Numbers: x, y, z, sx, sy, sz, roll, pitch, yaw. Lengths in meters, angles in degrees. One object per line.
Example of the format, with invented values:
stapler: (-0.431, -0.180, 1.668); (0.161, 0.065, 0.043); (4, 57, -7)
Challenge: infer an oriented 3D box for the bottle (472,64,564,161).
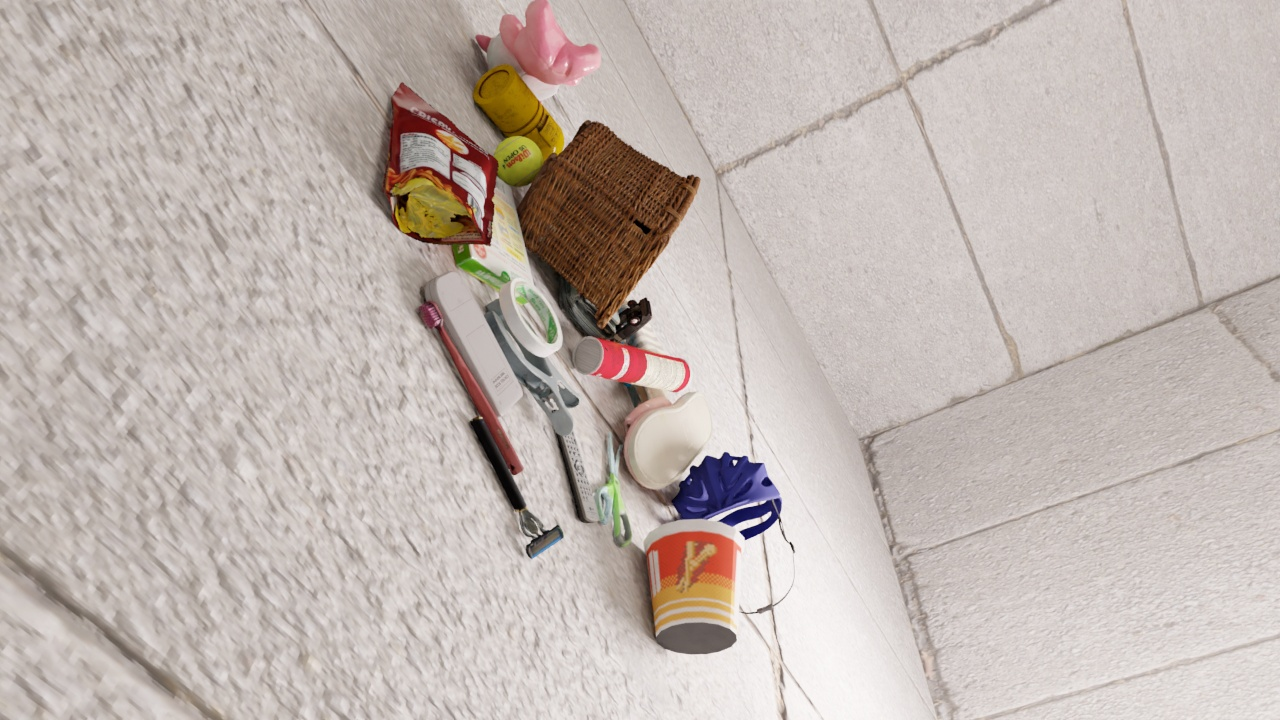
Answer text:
bottle: (-0.161, -0.336, 1.303); (0.164, 0.071, 0.071); (46, 26, -49)

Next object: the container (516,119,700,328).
container: (-0.050, -0.198, 1.223); (0.183, 0.163, 0.249); (35, 30, -5)

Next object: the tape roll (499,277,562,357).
tape roll: (-0.121, -0.048, 1.019); (0.094, 0.018, 0.093); (50, 22, -29)

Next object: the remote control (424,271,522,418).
remote control: (-0.170, -0.017, 0.926); (0.151, 0.019, 0.074); (64, 17, -10)

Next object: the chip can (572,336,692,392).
chip can: (-0.007, 0.007, 1.257); (0.214, 0.052, 0.051); (13, 54, -54)

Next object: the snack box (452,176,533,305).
snack box: (-0.182, -0.161, 1.073); (0.132, 0.027, 0.168); (33, 37, -59)

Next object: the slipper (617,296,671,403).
slipper: (0.013, 0.007, 1.401); (0.114, 0.054, 0.272); (-17, 85, -77)

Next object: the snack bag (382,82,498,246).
snack bag: (-0.206, -0.207, 0.971); (0.139, 0.067, 0.207); (28, 35, -29)

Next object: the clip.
clip: (-0.122, 0.014, 1.000); (0.163, 0.028, 0.114); (53, 21, -21)

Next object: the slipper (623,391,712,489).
slipper: (0.034, 0.107, 1.298); (0.273, 0.055, 0.114); (-22, 100, -63)

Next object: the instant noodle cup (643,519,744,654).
instant noodle cup: (0.065, 0.273, 1.092); (0.123, 0.124, 0.120); (50, 31, -43)

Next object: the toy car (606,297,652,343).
toy car: (-0.020, -0.051, 1.300); (0.037, 0.092, 0.040); (36, 32, -36)

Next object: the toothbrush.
toothbrush: (-0.164, 0.029, 0.888); (0.190, 0.016, 0.016); (63, 21, -10)

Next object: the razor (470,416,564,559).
razor: (-0.125, 0.118, 0.880); (0.042, 0.022, 0.144); (-29, 91, -33)

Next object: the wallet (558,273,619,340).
wallet: (-0.075, -0.098, 1.284); (0.100, 0.054, 0.131); (51, 17, -43)

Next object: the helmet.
helmet: (0.137, 0.239, 1.285); (0.241, 0.148, 0.227); (43, 24, -72)

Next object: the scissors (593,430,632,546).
scissors: (-0.030, 0.157, 1.133); (0.093, 0.032, 0.174); (55, 23, -23)

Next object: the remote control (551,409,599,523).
remote control: (-0.074, 0.120, 1.039); (0.033, 0.013, 0.136); (30, 38, -60)

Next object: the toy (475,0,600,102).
toy: (-0.153, -0.425, 1.297); (0.142, 0.084, 0.213); (36, -14, -30)

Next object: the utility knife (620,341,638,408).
utility knife: (-0.033, -0.017, 1.338); (0.015, 0.031, 0.185); (-8, 74, -36)

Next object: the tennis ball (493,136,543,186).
tennis ball: (-0.161, -0.262, 1.208); (0.065, 0.065, 0.065); (55, 20, -31)
